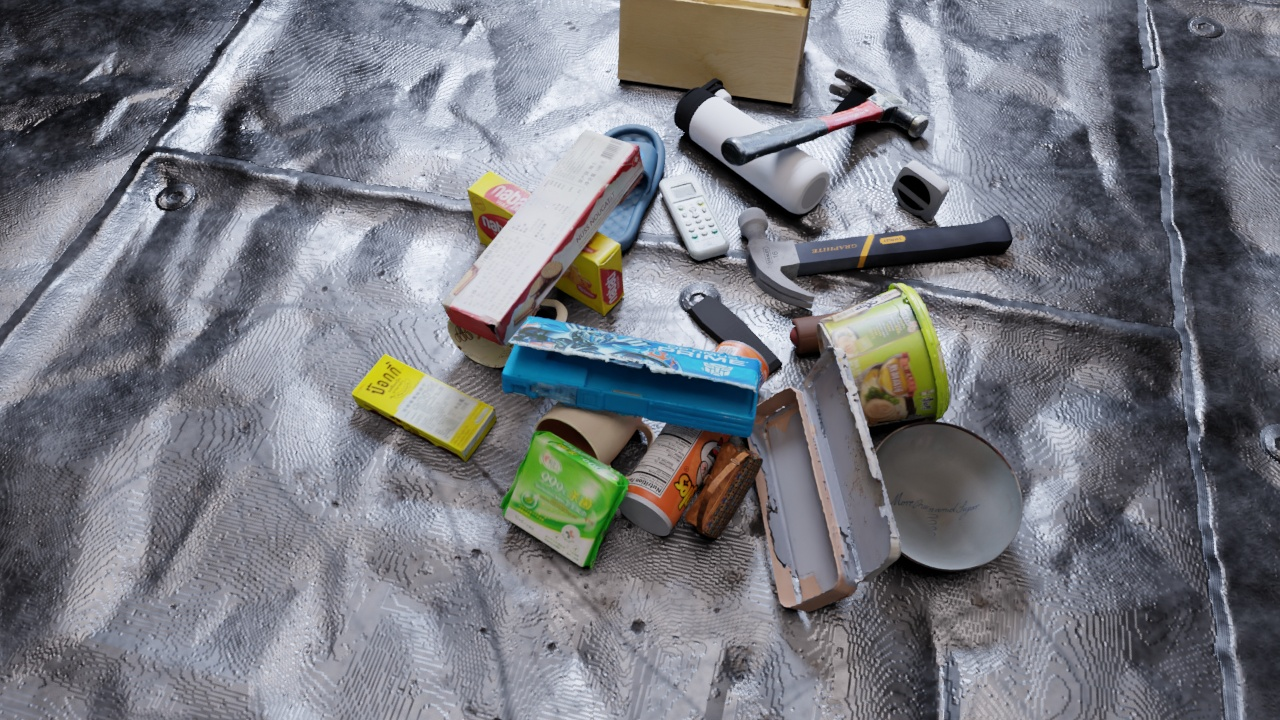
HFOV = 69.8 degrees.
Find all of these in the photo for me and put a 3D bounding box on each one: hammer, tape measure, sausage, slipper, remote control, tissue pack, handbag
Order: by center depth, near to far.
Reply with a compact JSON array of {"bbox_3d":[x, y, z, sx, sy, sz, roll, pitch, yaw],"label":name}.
[{"bbox_3d":[0.066,0.116,0.825,0.043,0.195,0.093,31,90,13],"label":"handbag"},{"bbox_3d":[-0.074,0.133,0.882,0.114,0.034,0.100,28,104,18],"label":"tissue pack"},{"bbox_3d":[0.242,-0.036,1.017,0.155,0.040,0.040,-8,56,-4],"label":"sausage"},{"bbox_3d":[0.107,-0.029,1.032,0.039,0.010,0.125,-36,63,-20],"label":"remote control"},{"bbox_3d":[0.281,-0.137,1.086,0.312,0.035,0.139,-8,58,-4],"label":"hammer"},{"bbox_3d":[0.338,-0.204,1.111,0.016,0.064,0.065,-37,70,-21],"label":"tape measure"},{"bbox_3d":[0.065,-0.176,1.126,0.050,0.022,0.133,-16,57,-8],"label":"remote control"},{"bbox_3d":[0.214,-0.293,1.133,0.325,0.036,0.140,-25,56,-37],"label":"hammer"},{"bbox_3d":[-0.033,-0.221,1.139,0.104,0.059,0.213,9,58,11],"label":"slipper"}]

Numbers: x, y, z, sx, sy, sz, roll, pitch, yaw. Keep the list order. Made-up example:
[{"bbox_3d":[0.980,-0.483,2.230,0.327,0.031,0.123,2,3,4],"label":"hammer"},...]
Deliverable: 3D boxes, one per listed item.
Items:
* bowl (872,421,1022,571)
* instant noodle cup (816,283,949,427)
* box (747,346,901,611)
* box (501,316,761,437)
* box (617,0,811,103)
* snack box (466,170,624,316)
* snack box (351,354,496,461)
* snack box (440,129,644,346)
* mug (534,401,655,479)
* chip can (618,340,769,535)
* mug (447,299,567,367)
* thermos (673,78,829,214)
[{"bbox_3d":[0.284,0.138,0.884,0.151,0.057,0.150,1,59,-1],"label":"bowl"},{"bbox_3d":[0.242,0.001,0.933,0.098,0.146,0.146,-16,56,4],"label":"instant noodle cup"},{"bbox_3d":[0.168,0.110,0.860,0.063,0.157,0.216,7,53,-21],"label":"box"},{"bbox_3d":[-0.005,0.004,0.890,0.243,0.066,0.090,10,41,5],"label":"box"},{"bbox_3d":[0.100,-0.451,1.247,0.249,0.141,0.148,11,65,9],"label":"box"},{"bbox_3d":[-0.110,-0.137,1.064,0.201,0.092,0.042,32,62,21],"label":"snack box"},{"bbox_3d":[-0.231,0.049,0.983,0.149,0.026,0.061,24,61,17],"label":"snack box"},{"bbox_3d":[-0.098,-0.135,0.982,0.077,0.044,0.272,23,64,24],"label":"snack box"},{"bbox_3d":[-0.034,0.070,0.936,0.111,0.085,0.104,46,54,-3],"label":"mug"},{"bbox_3d":[0.056,0.075,0.933,0.062,0.062,0.209,26,61,18],"label":"chip can"},{"bbox_3d":[-0.137,-0.052,1.014,0.122,0.081,0.097,9,48,26],"label":"mug"},{"bbox_3d":[0.145,-0.279,1.168,0.101,0.069,0.230,-32,60,-28],"label":"thermos"}]
